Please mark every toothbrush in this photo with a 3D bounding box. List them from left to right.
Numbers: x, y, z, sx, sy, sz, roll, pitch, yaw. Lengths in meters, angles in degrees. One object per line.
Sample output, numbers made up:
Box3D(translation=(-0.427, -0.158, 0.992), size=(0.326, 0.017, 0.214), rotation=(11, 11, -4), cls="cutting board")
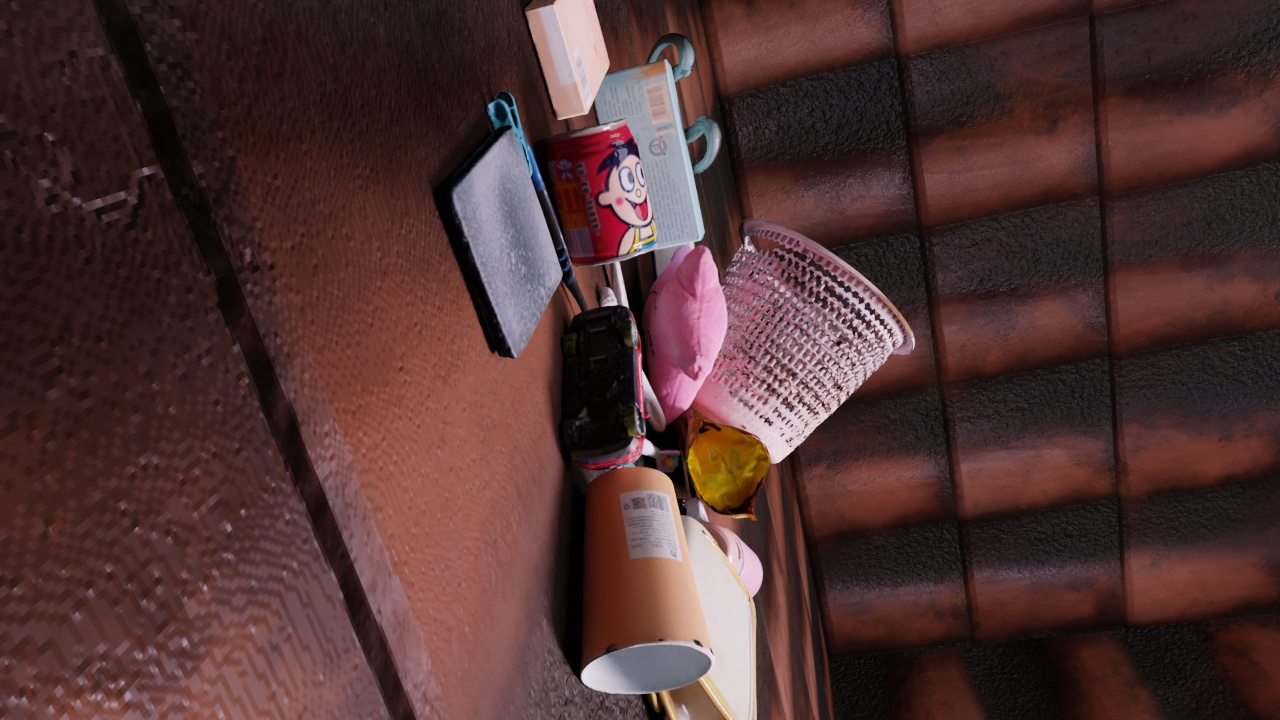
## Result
Box3D(translation=(-0.056, -0.074, 0.621), size=(0.016, 0.014, 0.190), rotation=(-53, 136, -42), cls="toothbrush")
Box3D(translation=(-0.031, -0.102, 0.769), size=(0.016, 0.017, 0.188), rotation=(-79, 159, -68), cls="toothbrush")
Box3D(translation=(-0.005, 0.005, 0.800), size=(0.016, 0.016, 0.180), rotation=(-97, 169, -45), cls="toothbrush")
Box3D(translation=(0.003, 0.074, 0.769), size=(0.021, 0.029, 0.189), rotation=(41, 0, 20), cls="toothbrush")

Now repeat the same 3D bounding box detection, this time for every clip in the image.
Box3D(translation=(-0.078, -0.135, 0.558), size=(0.048, 0.014, 0.057), rotation=(-82, 160, -64), cls="clip")

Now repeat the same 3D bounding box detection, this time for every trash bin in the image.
Box3D(translation=(0.141, -0.007, 0.977), size=(0.227, 0.192, 0.227), rotation=(38, -4, 3), cls="trash bin")

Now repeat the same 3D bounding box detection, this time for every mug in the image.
Box3D(translation=(-0.002, 0.131, 0.563), size=(0.078, 0.078, 0.122), rotation=(66, 13, -51), cls="mug")

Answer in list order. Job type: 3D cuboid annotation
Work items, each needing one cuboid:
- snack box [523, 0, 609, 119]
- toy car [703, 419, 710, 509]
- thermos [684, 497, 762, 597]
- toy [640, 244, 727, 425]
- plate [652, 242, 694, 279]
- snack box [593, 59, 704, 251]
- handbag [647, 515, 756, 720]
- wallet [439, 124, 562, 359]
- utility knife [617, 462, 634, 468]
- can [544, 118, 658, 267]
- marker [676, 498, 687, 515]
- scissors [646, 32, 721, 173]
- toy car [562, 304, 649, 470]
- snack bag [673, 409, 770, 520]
Box3D(translation=(-0.056, -0.259, 0.744), size=(0.157, 0.026, 0.084), rotation=(-82, 158, -59), cls="snack box")
Box3D(translation=(0.071, 0.117, 1.036), size=(0.049, 0.031, 0.105), rotation=(32, 46, -70), cls="toy car")
Box3D(translation=(0.075, 0.192, 0.910), size=(0.198, 0.067, 0.087), rotation=(51, 23, -65), cls="thermos")
Box3D(translation=(0.039, -0.020, 0.855), size=(0.194, 0.074, 0.178), rotation=(-117, -146, -80), cls="toy")
Box3D(translation=(0.051, -0.083, 1.101), size=(0.162, 0.034, 0.265), rotation=(43, 39, -72), cls="plate")
Box3D(translation=(0.008, -0.194, 0.884), size=(0.051, 0.074, 0.175), rotation=(-58, 137, -73), cls="snack box")
Box3D(translation=(0.027, 0.191, 0.717), size=(0.179, 0.063, 0.163), rotation=(59, 18, -20), cls="handbag")
Box3D(translation=(-0.075, -0.069, 0.510), size=(0.120, 0.019, 0.097), rotation=(-77, 153, -60), cls="wallet")
Box3D(translation=(-0.002, 0.100, 0.732), size=(0.209, 0.013, 0.029), rotation=(60, 22, -60), cls="utility knife")
Box3D(translation=(-0.028, -0.120, 0.657), size=(0.066, 0.066, 0.094), rotation=(-65, 143, -71), cls="can")
Box3D(translation=(0.052, 0.160, 0.937), size=(0.131, 0.018, 0.022), rotation=(48, 53, -69), cls="marker")
Box3D(translation=(0.022, -0.262, 0.929), size=(0.178, 0.019, 0.169), rotation=(24, -51, 57), cls="scissors")
Box3D(translation=(-0.021, 0.019, 0.605), size=(0.045, 0.053, 0.120), rotation=(62, 22, -50), cls="toy car")
Box3D(translation=(0.073, 0.101, 0.893), size=(0.128, 0.073, 0.208), rotation=(60, -5, 3), cls="snack bag")
